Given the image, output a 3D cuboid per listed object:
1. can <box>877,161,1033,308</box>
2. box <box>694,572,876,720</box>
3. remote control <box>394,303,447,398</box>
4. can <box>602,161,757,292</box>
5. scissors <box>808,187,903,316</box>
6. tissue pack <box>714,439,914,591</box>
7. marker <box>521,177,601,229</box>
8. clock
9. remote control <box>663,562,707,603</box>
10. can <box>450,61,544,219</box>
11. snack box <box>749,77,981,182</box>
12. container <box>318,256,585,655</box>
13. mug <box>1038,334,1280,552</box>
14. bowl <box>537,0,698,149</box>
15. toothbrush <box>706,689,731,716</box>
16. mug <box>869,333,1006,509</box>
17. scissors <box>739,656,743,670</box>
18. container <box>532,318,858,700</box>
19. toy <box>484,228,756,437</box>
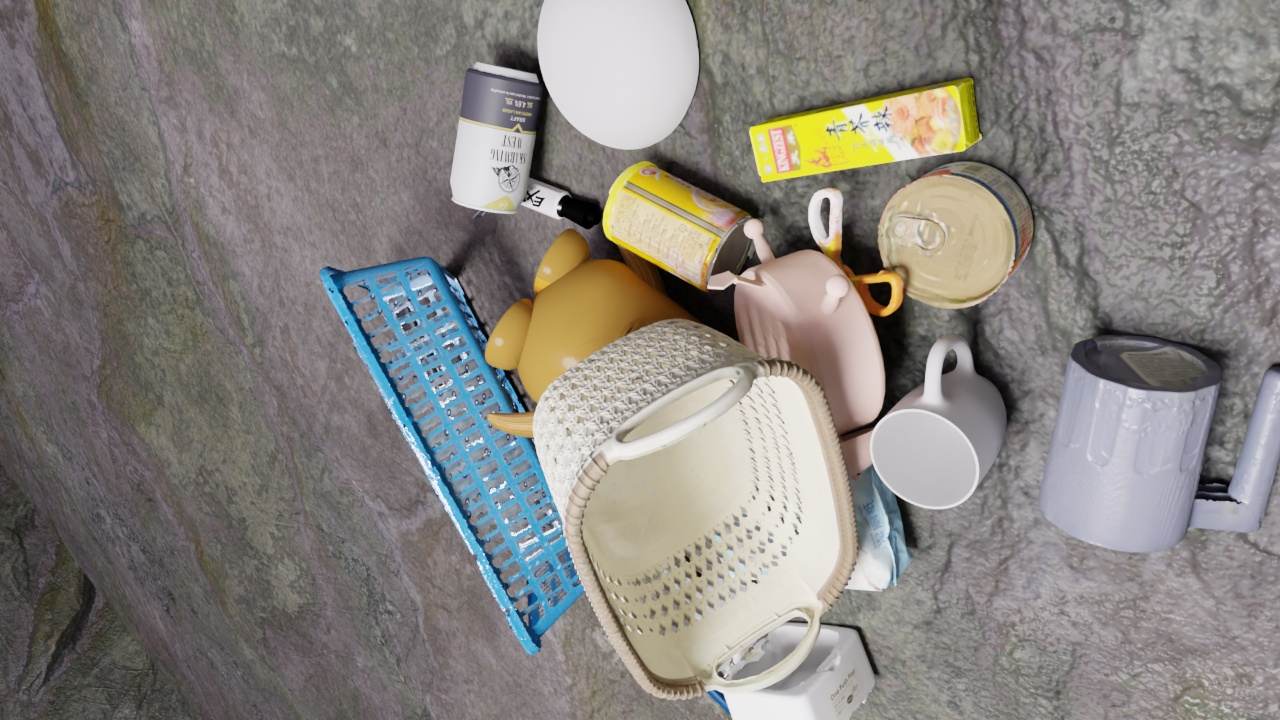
[{"bbox_3d":[0.199,-0.080,0.580,0.086,0.043,0.086,20,125,32],"label":"can"},{"bbox_3d":[0.113,0.242,0.793,0.126,0.108,0.137,-9,103,46],"label":"box"},{"bbox_3d":[-0.245,-0.009,1.027,0.028,0.011,0.124,-5,110,42],"label":"remote control"},{"bbox_3d":[0.029,-0.101,0.697,0.105,0.067,0.068,31,130,23],"label":"can"},{"bbox_3d":[0.135,-0.064,0.632,0.125,0.011,0.127,5,116,68],"label":"scissors"},{"bbox_3d":[0.122,0.121,0.739,0.182,0.069,0.112,-8,106,44],"label":"tissue pack"},{"bbox_3d":[-0.086,-0.143,0.804,0.126,0.025,0.025,25,128,29],"label":"marker"},{"bbox_3d":[0.106,-0.003,0.641,0.131,0.086,0.160,52,165,57],"label":"clock"},{"bbox_3d":[0.023,0.197,0.884,0.136,0.013,0.033,40,134,-5],"label":"remote control"},{"bbox_3d":[-0.122,-0.179,0.766,0.064,0.064,0.127,23,110,30],"label":"can"},{"bbox_3d":[0.143,-0.148,0.599,0.148,0.028,0.040,-1,112,41],"label":"snack box"},{"bbox_3d":[-0.151,0.064,0.860,0.362,0.089,0.257,62,174,-5],"label":"container"},{"bbox_3d":[0.308,0.048,0.540,0.124,0.083,0.104,4,116,13],"label":"mug"},{"bbox_3d":[-0.029,-0.230,0.692,0.150,0.043,0.150,20,125,32],"label":"bowl"},{"bbox_3d":[0.088,0.352,0.939,0.168,0.014,0.014,43,133,15],"label":"toothbrush"},{"bbox_3d":[0.203,0.029,0.603,0.071,0.089,0.107,13,121,36],"label":"mug"},{"bbox_3d":[0.130,0.343,0.894,0.174,0.014,0.141,3,106,34],"label":"scissors"},{"bbox_3d":[0.034,0.093,0.609,0.143,0.184,0.246,45,159,52],"label":"container"},{"bbox_3d":[-0.004,0.004,0.733,0.203,0.198,0.163,31,168,7],"label":"toy"}]
